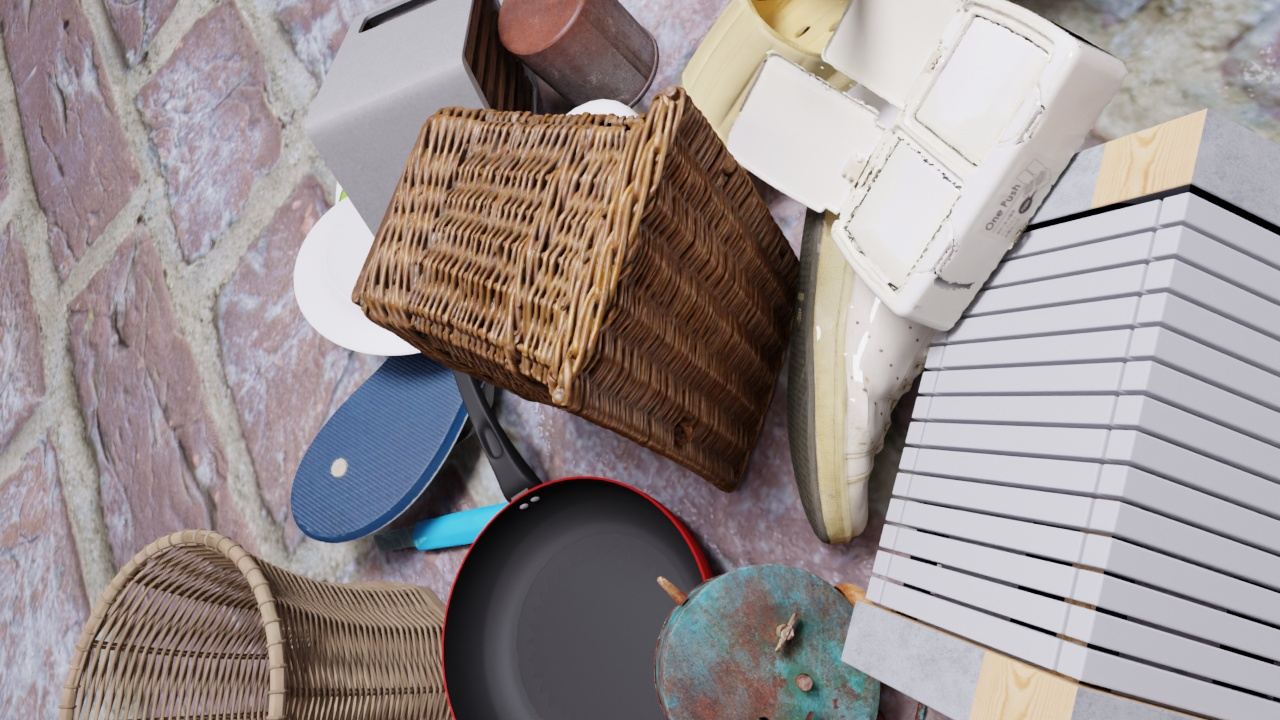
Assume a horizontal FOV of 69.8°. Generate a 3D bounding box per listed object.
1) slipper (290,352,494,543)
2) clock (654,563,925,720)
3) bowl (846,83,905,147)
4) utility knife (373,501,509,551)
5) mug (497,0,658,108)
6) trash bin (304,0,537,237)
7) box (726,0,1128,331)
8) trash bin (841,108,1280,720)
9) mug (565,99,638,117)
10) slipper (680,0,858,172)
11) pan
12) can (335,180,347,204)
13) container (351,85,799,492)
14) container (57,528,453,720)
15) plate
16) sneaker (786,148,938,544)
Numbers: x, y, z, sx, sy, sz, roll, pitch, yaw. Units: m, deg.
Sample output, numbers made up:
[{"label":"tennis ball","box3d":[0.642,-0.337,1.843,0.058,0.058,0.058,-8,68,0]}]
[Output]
[{"label":"slipper","box3d":[-0.170,0.026,0.757,0.118,0.060,0.294,22,74,30]},{"label":"clock","box3d":[0.086,0.177,0.512,0.157,0.073,0.121,5,77,-3]},{"label":"bowl","box3d":[0.146,-0.160,0.619,0.110,0.040,0.109,-21,54,31]},{"label":"utility knife","box3d":[-0.137,0.130,0.725,0.196,0.015,0.031,-13,67,24]},{"label":"mug","box3d":[-0.057,-0.270,0.749,0.096,0.110,0.123,-42,57,8]},{"label":"trash bin","box3d":[-0.156,-0.200,0.710,0.114,0.114,0.228,-19,38,9]},{"label":"box","box3d":[0.132,-0.118,0.465,0.186,0.065,0.146,48,123,38]},{"label":"trash bin","box3d":[0.218,0.047,0.411,0.143,0.142,0.246,173,115,-72]},{"label":"mug","box3d":[-0.035,-0.144,0.716,0.116,0.068,0.094,-23,63,25]},{"label":"slipper","box3d":[0.097,-0.220,0.611,0.262,0.079,0.111,-35,44,19]},{"label":"pan","box3d":[-0.069,0.125,0.648,0.209,0.067,0.355,-34,59,16]},{"label":"can","box3d":[-0.231,-0.110,0.821,0.083,0.083,0.144,-15,67,28]},{"label":"container","box3d":[-0.031,-0.039,0.554,0.183,0.250,0.162,15,80,28]},{"label":"container","box3d":[-0.252,0.246,0.651,0.227,0.196,0.226,-11,69,30]},{"label":"plate","box3d":[-0.186,-0.088,0.736,0.188,0.016,0.188,-2,57,3]},{"label":"sneaker","box3d":[0.147,-0.010,0.556,0.102,0.089,0.241,4,90,0]}]
